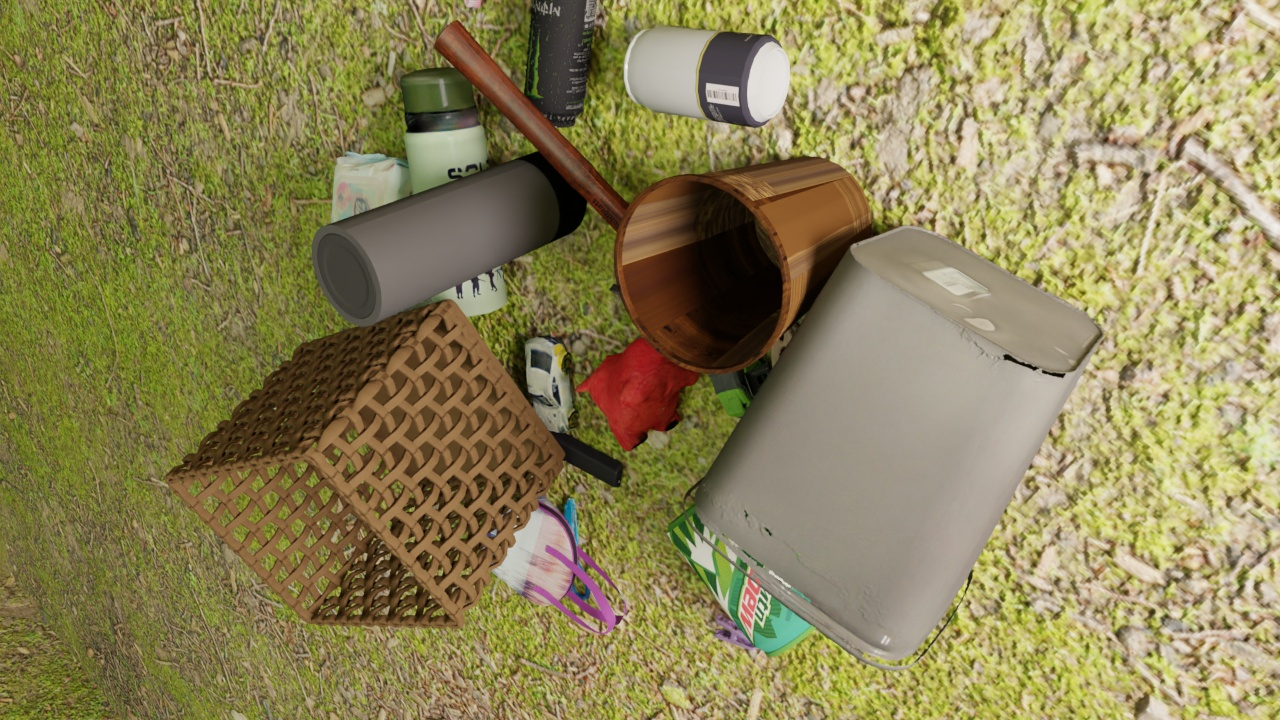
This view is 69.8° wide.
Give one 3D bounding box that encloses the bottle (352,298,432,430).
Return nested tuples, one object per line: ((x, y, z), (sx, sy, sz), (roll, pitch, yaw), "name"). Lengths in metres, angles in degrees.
((-0.287, 0.002, 1.052), (0.053, 0.053, 0.187), (40, 119, 18), "bottle")

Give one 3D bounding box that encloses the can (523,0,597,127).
((-0.066, -0.267, 0.763), (0.054, 0.053, 0.138), (28, 125, 26), "can")

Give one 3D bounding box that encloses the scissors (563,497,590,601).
((-0.079, 0.208, 1.021), (0.066, 0.015, 0.135), (23, 121, 32), "scissors")

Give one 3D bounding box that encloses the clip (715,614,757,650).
((0.093, 0.276, 0.913), (0.052, 0.014, 0.041), (37, 128, 23), "clip")

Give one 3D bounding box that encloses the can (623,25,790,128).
((0.044, -0.216, 0.692), (0.127, 0.064, 0.064), (18, 120, 31), "can")

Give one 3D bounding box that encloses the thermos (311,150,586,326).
((-0.152, -0.111, 0.781), (0.082, 0.239, 0.082), (21, 126, 31), "thermos")

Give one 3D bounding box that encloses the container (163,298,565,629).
((-0.262, 0.107, 0.908), (0.252, 0.213, 0.219), (-12, 123, 37), "container")

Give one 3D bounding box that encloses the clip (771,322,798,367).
((0.127, -0.008, 0.749), (0.039, 0.024, 0.060), (7, 110, 37), "clip")

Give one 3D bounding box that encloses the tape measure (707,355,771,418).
((0.088, 0.015, 0.766), (0.036, 0.058, 0.065), (-19, 95, 41), "tape measure")

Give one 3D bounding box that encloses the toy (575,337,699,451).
((-0.005, 0.005, 0.825), (0.094, 0.087, 0.133), (45, 131, 28), "toy")

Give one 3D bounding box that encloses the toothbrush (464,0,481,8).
((-0.142, -0.377, 0.799), (0.022, 0.016, 0.135), (26, 124, 25), "toothbrush")

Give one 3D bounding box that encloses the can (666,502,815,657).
((0.097, 0.183, 0.819), (0.144, 0.082, 0.083), (52, 132, 8), "can")

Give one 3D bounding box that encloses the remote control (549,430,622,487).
((-0.077, 0.095, 0.963), (0.136, 0.015, 0.032), (25, 123, 28), "remote control")

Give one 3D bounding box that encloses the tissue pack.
((-0.272, -0.123, 0.957), (0.112, 0.069, 0.182), (11, 99, 34), "tissue pack")

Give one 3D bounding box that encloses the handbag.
((-0.087, 0.226, 0.988), (0.170, 0.067, 0.145), (36, 130, 22), "handbag")

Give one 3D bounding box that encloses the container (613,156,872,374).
((0.084, -0.081, 0.652), (0.132, 0.166, 0.132), (17, 119, 32), "container")

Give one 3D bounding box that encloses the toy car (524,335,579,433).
((-0.093, 0.027, 0.934), (0.048, 0.032, 0.105), (8, 116, 34), "toy car")

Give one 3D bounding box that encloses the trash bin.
((0.177, 0.045, 0.630), (0.197, 0.196, 0.221), (35, 122, 22), "trash bin")

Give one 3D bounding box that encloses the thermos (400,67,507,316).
((-0.182, -0.163, 0.891), (0.082, 0.082, 0.232), (10, 116, 35), "thermos")

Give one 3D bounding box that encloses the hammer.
((-0.056, -0.162, 0.769), (0.300, 0.028, 0.111), (45, 133, -8), "hammer")
